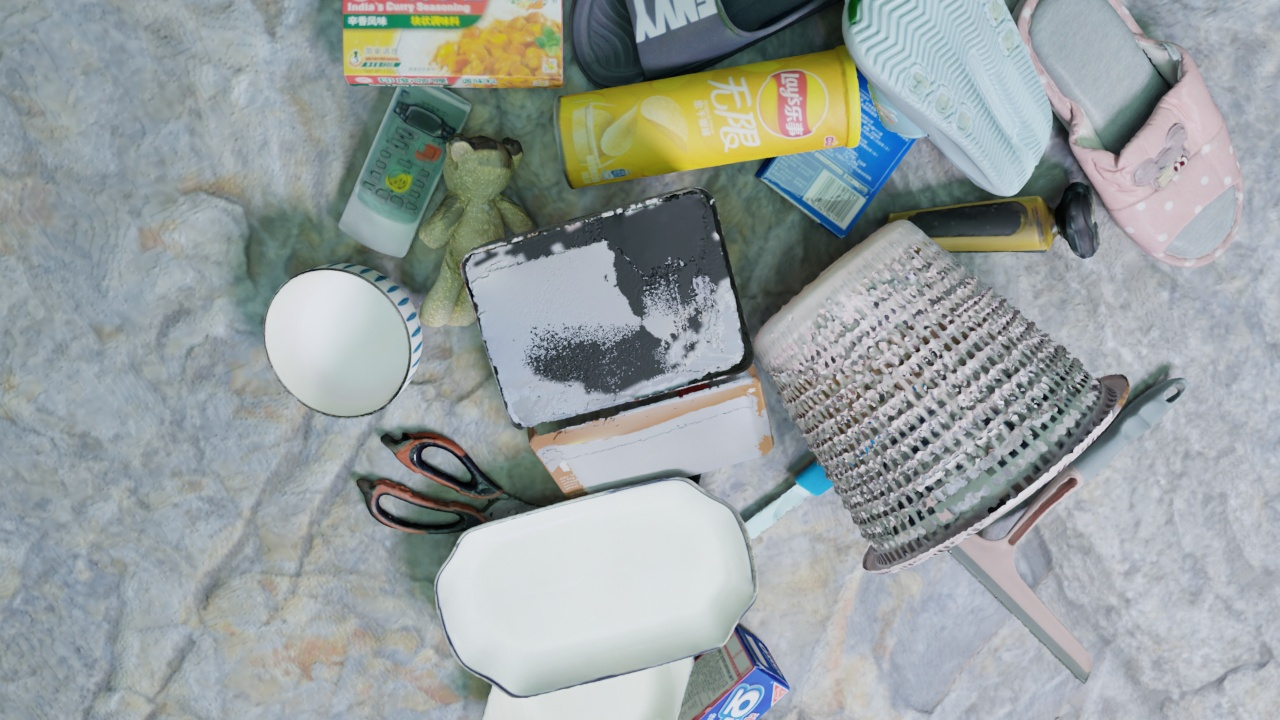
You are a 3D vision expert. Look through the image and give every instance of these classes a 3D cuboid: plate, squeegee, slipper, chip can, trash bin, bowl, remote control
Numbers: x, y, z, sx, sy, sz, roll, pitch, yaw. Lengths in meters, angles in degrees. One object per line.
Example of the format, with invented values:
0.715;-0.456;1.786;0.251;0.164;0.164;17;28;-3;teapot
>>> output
-0.036;0.185;0.768;0.266;0.034;0.162;-15;102;2;plate
0.381;0.106;0.804;0.247;0.040;0.249;45;93;3;squeegee
0.218;-0.200;0.653;0.245;0.074;0.104;28;90;-42;slipper
0.047;-0.175;0.666;0.213;0.072;0.072;-7;107;7;chip can
-0.046;0.289;0.808;0.163;0.034;0.164;18;86;5;plate
0.197;0.014;0.677;0.227;0.227;0.192;-40;83;7;trash bin
-0.220;-0.021;0.705;0.116;0.066;0.116;2;108;8;bowl
-0.180;-0.147;0.700;0.056;0.019;0.135;26;103;-11;remote control
0.387;-0.182;0.709;0.114;0.054;0.274;-41;106;4;slipper
0.068;-0.274;0.636;0.268;0.083;0.111;-20;105;13;slipper

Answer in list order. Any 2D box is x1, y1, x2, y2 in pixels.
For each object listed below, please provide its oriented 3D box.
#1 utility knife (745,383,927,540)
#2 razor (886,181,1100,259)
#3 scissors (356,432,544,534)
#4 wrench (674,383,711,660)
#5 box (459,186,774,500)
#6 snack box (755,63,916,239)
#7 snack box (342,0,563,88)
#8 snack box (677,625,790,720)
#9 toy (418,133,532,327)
0.169;0.089;0.793;0.216;0.018;0.034;-39;106;6;utility knife
0.278;-0.108;0.725;0.167;0.067;0.062;-3;82;4;razor
-0.123;0.114;0.782;0.205;0.015;0.197;-23;106;3;scissors
0.035;0.149;0.803;0.056;0.016;0.274;0;106;-8;wrench
-0.005;0.008;0.670;0.179;0.124;0.274;-15;125;4;box
0.169;-0.183;0.711;0.084;0.026;0.157;33;101;-13;snack box
-0.134;-0.238;0.663;0.156;0.027;0.077;-1;88;-4;snack box
0.040;0.334;0.830;0.208;0.058;0.057;-46;120;9;snack box
-0.133;-0.095;0.696;0.105;0.066;0.157;-9;125;-46;toy
